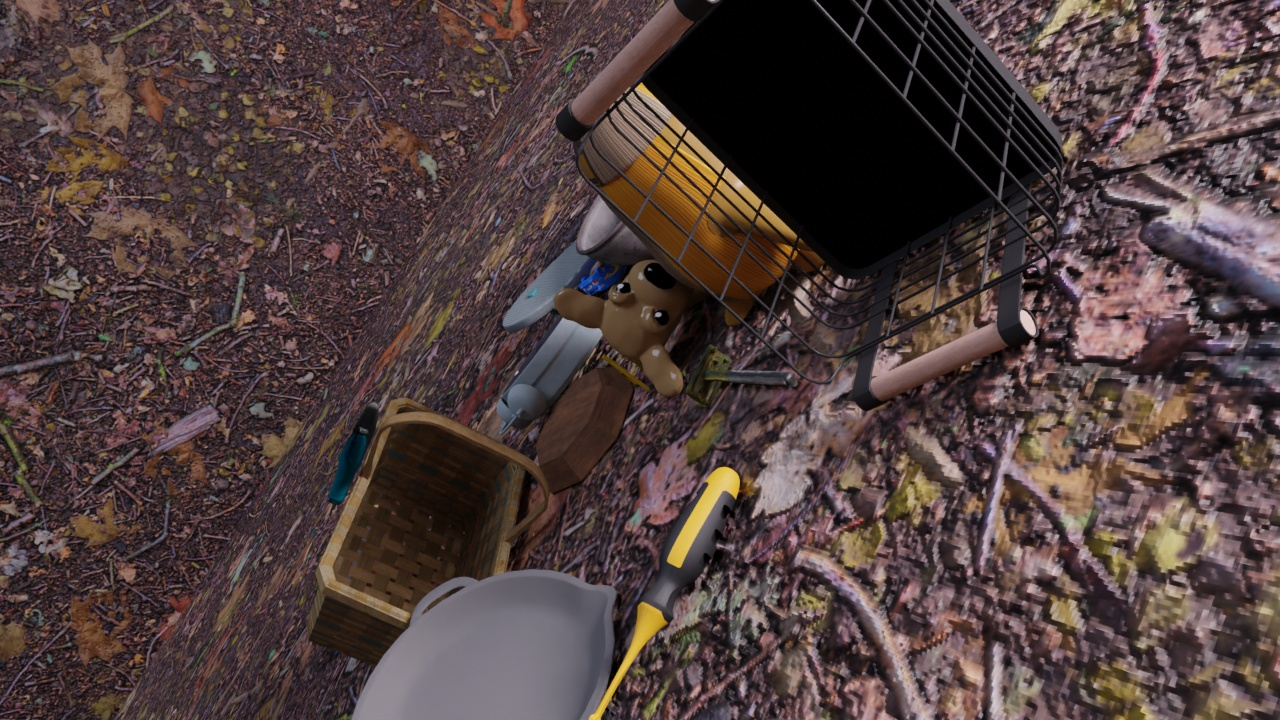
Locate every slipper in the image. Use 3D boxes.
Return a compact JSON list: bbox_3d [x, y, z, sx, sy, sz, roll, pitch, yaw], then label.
[{"bbox_3d":[-0.050,-0.120,1.069,0.268,0.055,0.098,-49,22,-14],"label":"slipper"}]

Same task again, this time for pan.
[{"bbox_3d":[-0.077,0.245,0.571,0.216,0.024,0.354,-32,31,-12],"label":"pan"}]

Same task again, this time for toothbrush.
[{"bbox_3d":[0.011,0.150,0.562,0.031,0.031,0.196,22,70,25],"label":"toothbrush"}]

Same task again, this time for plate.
[{"bbox_3d":[-0.057,0.058,0.848,0.132,0.025,0.131,-45,24,26],"label":"plate"}]

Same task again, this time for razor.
[{"bbox_3d":[0.074,0.012,0.649,0.106,0.026,0.042,2,58,60],"label":"razor"}]

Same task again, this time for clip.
[{"bbox_3d":[-0.003,0.001,0.803,0.039,0.053,0.047,-56,-9,3],"label":"clip"}]

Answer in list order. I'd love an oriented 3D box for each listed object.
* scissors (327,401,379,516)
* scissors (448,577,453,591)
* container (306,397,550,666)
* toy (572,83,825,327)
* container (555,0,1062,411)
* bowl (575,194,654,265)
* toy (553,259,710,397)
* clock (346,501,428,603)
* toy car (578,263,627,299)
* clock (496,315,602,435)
[{"bbox_3d":[-0.244,0.091,0.761,0.129,0.019,0.137,-67,12,-3],"label":"scissors"},{"bbox_3d":[-0.149,0.178,0.898,0.138,0.015,0.063,-58,19,-21],"label":"scissors"},{"bbox_3d":[-0.179,0.133,0.809,0.187,0.157,0.249,-54,18,29],"label":"container"},{"bbox_3d":[0.044,-0.143,0.681,0.162,0.203,0.198,-55,22,2],"label":"toy"},{"bbox_3d":[0.096,-0.107,0.494,0.163,0.241,0.130,-32,24,45],"label":"container"},{"bbox_3d":[0.002,-0.154,0.967,0.145,0.067,0.144,-44,25,26],"label":"bowl"},{"bbox_3d":[0.013,-0.048,0.777,0.108,0.134,0.106,-40,-18,-43],"label":"toy"},{"bbox_3d":[-0.279,0.221,1.018,0.158,0.072,0.120,-48,23,20],"label":"clock"},{"bbox_3d":[-0.030,-0.074,0.999,0.033,0.062,0.091,-29,4,46],"label":"toy car"},{"bbox_3d":[-0.096,0.011,0.931,0.159,0.045,0.123,-57,9,-21],"label":"clock"}]
